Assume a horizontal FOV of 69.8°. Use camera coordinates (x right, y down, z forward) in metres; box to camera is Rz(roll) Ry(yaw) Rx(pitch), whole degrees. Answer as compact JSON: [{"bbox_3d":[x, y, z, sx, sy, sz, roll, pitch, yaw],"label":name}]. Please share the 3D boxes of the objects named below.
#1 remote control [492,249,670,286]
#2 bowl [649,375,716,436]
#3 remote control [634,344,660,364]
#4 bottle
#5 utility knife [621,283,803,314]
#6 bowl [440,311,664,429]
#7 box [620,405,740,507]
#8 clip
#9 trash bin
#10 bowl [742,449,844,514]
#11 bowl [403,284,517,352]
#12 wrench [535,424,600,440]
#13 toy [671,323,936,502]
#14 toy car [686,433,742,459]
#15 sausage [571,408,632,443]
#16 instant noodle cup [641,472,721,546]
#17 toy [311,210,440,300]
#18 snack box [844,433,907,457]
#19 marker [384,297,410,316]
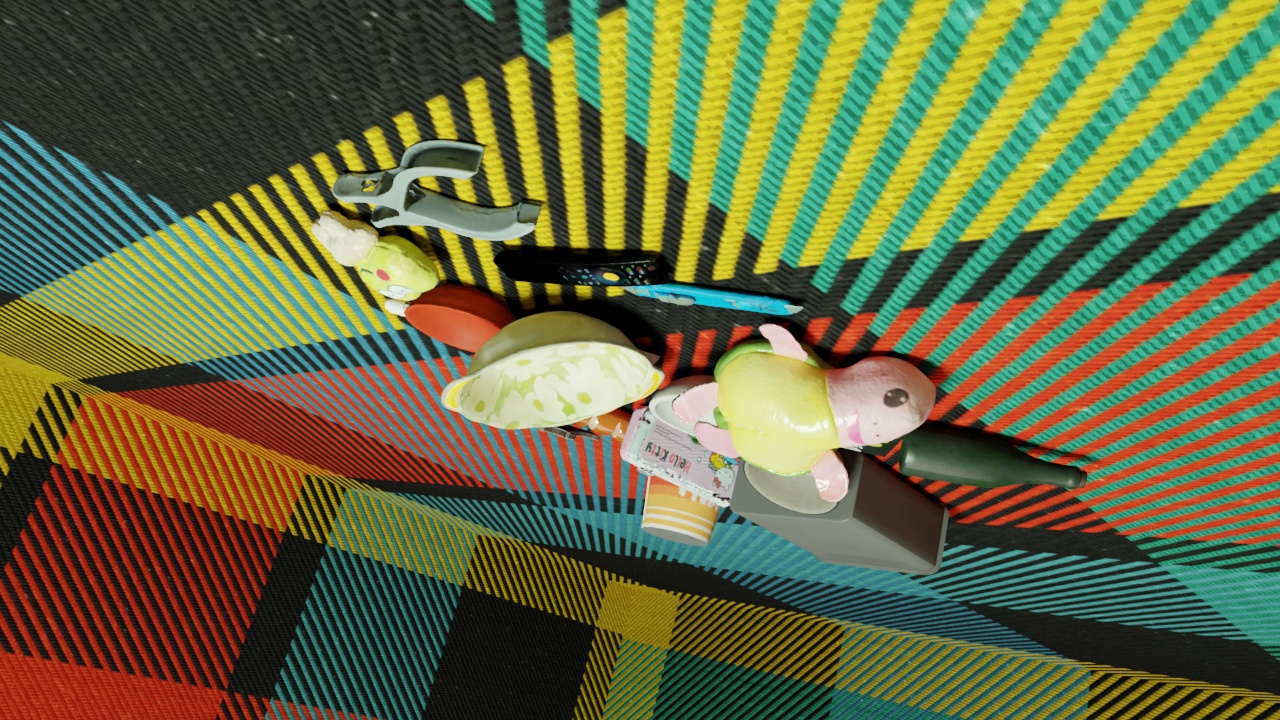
[{"bbox_3d":[-0.050,-0.077,0.756,0.152,0.020,0.041,5,159,25],"label":"remote control"},{"bbox_3d":[0.086,0.048,0.975,0.149,0.043,0.150,13,161,5],"label":"bowl"},{"bbox_3d":[-0.006,0.006,0.974,0.028,0.011,0.124,17,162,-7],"label":"remote control"},{"bbox_3d":[0.350,0.102,0.912,0.174,0.055,0.055,10,161,11],"label":"bottle"},{"bbox_3d":[0.056,-0.052,0.755,0.158,0.015,0.031,7,165,18],"label":"utility knife"},{"bbox_3d":[-0.087,0.004,0.893,0.219,0.060,0.189,-3,154,-23],"label":"bowl"},{"bbox_3d":[0.060,0.125,1.162,0.202,0.086,0.045,30,165,-38],"label":"box"},{"bbox_3d":[-0.143,-0.113,0.712,0.172,0.029,0.143,-1,155,41],"label":"clip"},{"bbox_3d":[0.258,0.194,1.188,0.192,0.097,0.219,-4,153,45],"label":"trash bin"},{"bbox_3d":[0.182,0.119,1.056,0.115,0.059,0.116,21,146,15],"label":"bowl"},{"bbox_3d":[-0.173,-0.044,0.924,0.122,0.035,0.122,14,162,4],"label":"bowl"},{"bbox_3d":[-0.096,0.091,1.191,0.070,0.010,0.273,18,177,4],"label":"wrench"},{"bbox_3d":[0.142,0.042,0.832,0.239,0.087,0.190,-11,112,33],"label":"toy"},{"bbox_3d":[0.099,0.092,1.105,0.091,0.036,0.042,12,162,6],"label":"toy car"},{"bbox_3d":[-0.063,0.070,1.157,0.164,0.044,0.039,20,157,-13],"label":"sausage"},{"bbox_3d":[0.062,0.185,1.274,0.123,0.121,0.123,14,162,4],"label":"instant noodle cup"},{"bbox_3d":[-0.237,-0.093,0.818,0.115,0.046,0.092,33,159,-25],"label":"toy"},{"bbox_3d":[0.226,0.060,0.930,0.080,0.025,0.148,13,162,6],"label":"snack box"},{"bbox_3d":[-0.209,-0.041,0.983,0.133,0.020,0.017,16,166,-4],"label":"marker"}]
